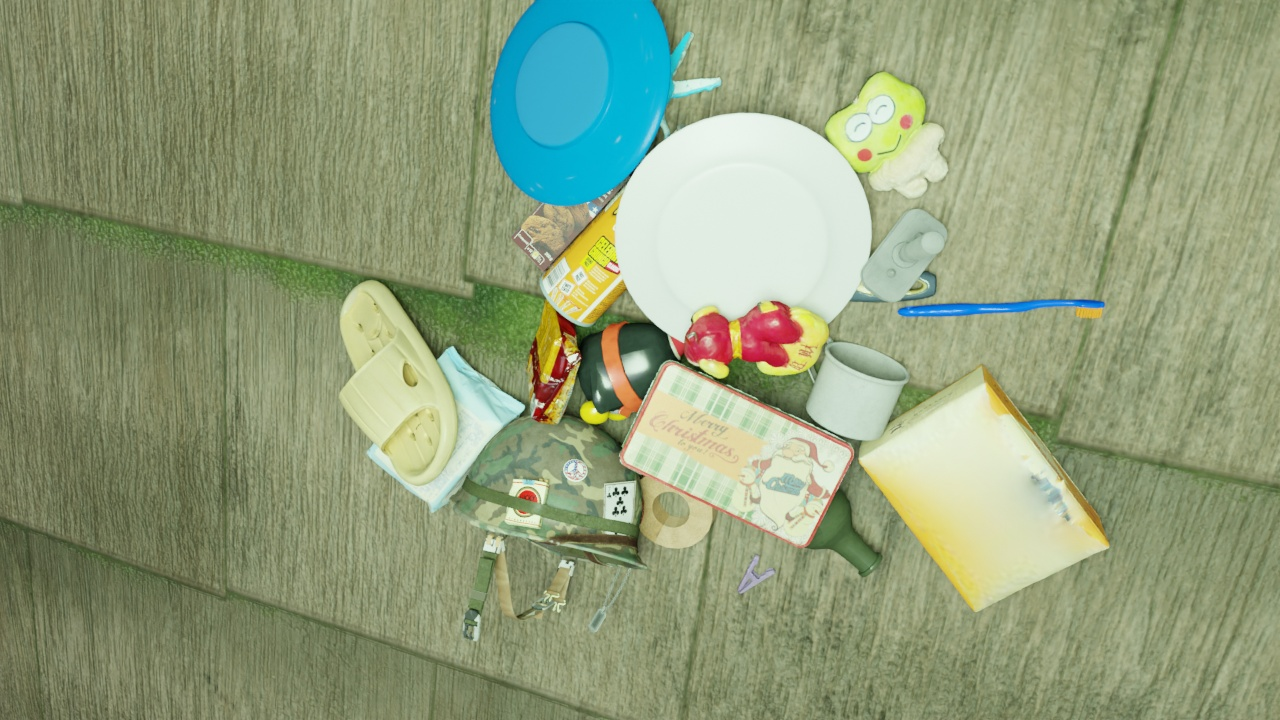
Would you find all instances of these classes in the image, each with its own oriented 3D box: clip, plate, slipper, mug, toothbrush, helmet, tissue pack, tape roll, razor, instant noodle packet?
[{"bbox_3d":[0.125,0.236,1.023,0.050,0.014,0.046,-21,98,20],"label":"clip"},{"bbox_3d":[-0.070,-0.263,0.884,0.225,0.024,0.224,-1,88,35],"label":"plate"},{"bbox_3d":[-0.282,0.013,0.999,0.111,0.079,0.261,-43,61,21],"label":"slipper"},{"bbox_3d":[0.201,0.023,0.905,0.113,0.084,0.071,35,119,37],"label":"mug"},{"bbox_3d":[0.338,-0.047,0.869,0.183,0.016,0.018,-1,110,18],"label":"toothbrush"},{"bbox_3d":[-0.096,0.177,0.967,0.224,0.192,0.236,29,83,26],"label":"helmet"},{"bbox_3d":[-0.224,0.079,1.059,0.112,0.069,0.182,42,111,3],"label":"tissue pack"},{"bbox_3d":[0.037,0.160,1.020,0.094,0.027,0.094,5,107,16],"label":"tape roll"},{"bbox_3d":[0.245,-0.098,0.816,0.047,0.116,0.088,37,92,2],"label":"razor"},{"bbox_3d":[-0.092,0.000,0.963,0.039,0.135,0.099,10,112,-14],"label":"instant noodle packet"},{"bbox_3d":[0.096,-0.110,0.869,0.242,0.016,0.243,3,118,5],"label":"plate"}]

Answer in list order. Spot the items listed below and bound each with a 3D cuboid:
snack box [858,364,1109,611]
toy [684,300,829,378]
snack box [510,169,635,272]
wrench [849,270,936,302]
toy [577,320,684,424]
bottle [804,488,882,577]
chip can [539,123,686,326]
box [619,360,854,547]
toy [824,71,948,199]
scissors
[{"bbox_3d":[0.329,0.127,0.887,0.145,0.080,0.195,-37,92,24],"label":"snack box"},{"bbox_3d":[0.110,-0.021,0.869,0.137,0.067,0.106,-1,141,-1],"label":"toy"},{"bbox_3d":[-0.069,-0.161,0.957,0.051,0.031,0.141,47,114,0],"label":"snack box"},{"bbox_3d":[0.152,-0.076,0.916,0.274,0.022,0.073,3,104,17],"label":"wrench"},{"bbox_3d":[-0.006,0.006,0.952,0.119,0.097,0.099,-19,83,22],"label":"toy"},{"bbox_3d":[0.164,0.142,0.950,0.207,0.071,0.072,43,113,2],"label":"bottle"},{"bbox_3d":[-0.006,-0.132,0.922,0.075,0.075,0.215,46,114,1],"label":"chip can"},{"bbox_3d":[0.092,0.090,0.889,0.205,0.050,0.117,27,92,1],"label":"box"},{"bbox_3d":[0.231,-0.201,0.843,0.115,0.046,0.092,45,111,-7],"label":"toy"},{"bbox_3d":[0.009,-0.269,0.913,0.134,0.012,0.134,33,115,8],"label":"scissors"}]
